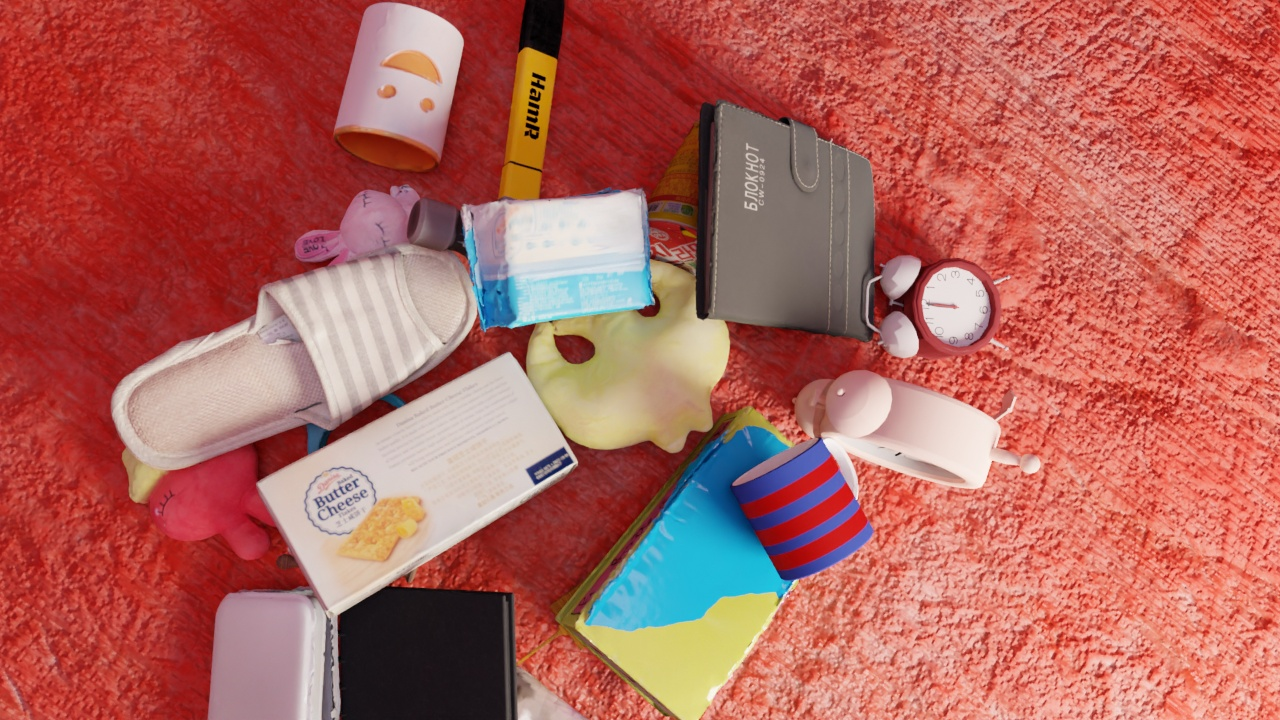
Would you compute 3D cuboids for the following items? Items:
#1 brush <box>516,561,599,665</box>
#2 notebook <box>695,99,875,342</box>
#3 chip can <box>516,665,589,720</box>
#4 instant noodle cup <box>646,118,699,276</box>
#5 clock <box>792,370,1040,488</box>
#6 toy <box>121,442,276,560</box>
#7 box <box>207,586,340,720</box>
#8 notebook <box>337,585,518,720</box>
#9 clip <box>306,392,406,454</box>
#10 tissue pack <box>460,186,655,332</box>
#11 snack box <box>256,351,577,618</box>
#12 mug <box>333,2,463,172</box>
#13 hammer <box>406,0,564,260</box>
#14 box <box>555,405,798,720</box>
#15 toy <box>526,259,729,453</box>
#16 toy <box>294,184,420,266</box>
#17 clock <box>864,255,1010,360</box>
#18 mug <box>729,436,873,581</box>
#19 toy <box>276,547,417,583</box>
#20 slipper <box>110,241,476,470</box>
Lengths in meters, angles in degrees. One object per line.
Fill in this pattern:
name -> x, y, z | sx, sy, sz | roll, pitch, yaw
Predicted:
brush -> -0.045, 0.201, 0.734 | 0.126, 0.017, 0.048 | -35, 90, -9
notebook -> 0.122, -0.106, 0.726 | 0.208, 0.030, 0.169 | 5, 86, -46
chip can -> -0.031, 0.325, 0.697 | 0.229, 0.080, 0.079 | 37, 81, -3
instant noodle cup -> 0.056, -0.132, 0.745 | 0.100, 0.100, 0.112 | 24, 74, -5
clock -> 0.212, 0.045, 0.725 | 0.160, 0.131, 0.086 | 14, 83, -5
toy -> -0.327, 0.095, 0.694 | 0.135, 0.045, 0.091 | 38, 83, 3
box -> -0.273, 0.274, 0.675 | 0.118, 0.063, 0.213 | 0, 86, 9
notebook -> -0.159, 0.283, 0.664 | 0.169, 0.019, 0.231 | -5, 84, 30
clip -> -0.243, 0.053, 0.721 | 0.120, 0.033, 0.118 | 6, 87, -7
tissue pack -> -0.060, -0.077, 0.675 | 0.144, 0.062, 0.093 | -11, 102, -26
snack box -> -0.162, 0.089, 0.684 | 0.207, 0.058, 0.104 | -30, 82, -22
mug -> -0.189, -0.213, 0.723 | 0.082, 0.082, 0.105 | 11, 83, -6
hammer -> -0.083, -0.218, 0.747 | 0.169, 0.034, 0.324 | 13, 75, -30
box -> 0.053, 0.153, 0.711 | 0.124, 0.079, 0.220 | 40, 71, -4
toy -> -0.004, 0.004, 0.736 | 0.170, 0.064, 0.155 | -36, 80, -5
toy -> -0.219, -0.097, 0.727 | 0.110, 0.047, 0.063 | -37, 83, -6
clock -> 0.249, -0.044, 0.779 | 0.124, 0.044, 0.087 | 4, 85, -12
mug -> 0.127, 0.100, 0.670 | 0.111, 0.075, 0.076 | -26, 86, -45
toy -> -0.224, 0.141, 0.704 | 0.101, 0.042, 0.054 | 6, 42, -21
slipper -> -0.249, -0.004, 0.676 | 0.272, 0.054, 0.114 | -28, 105, -14
